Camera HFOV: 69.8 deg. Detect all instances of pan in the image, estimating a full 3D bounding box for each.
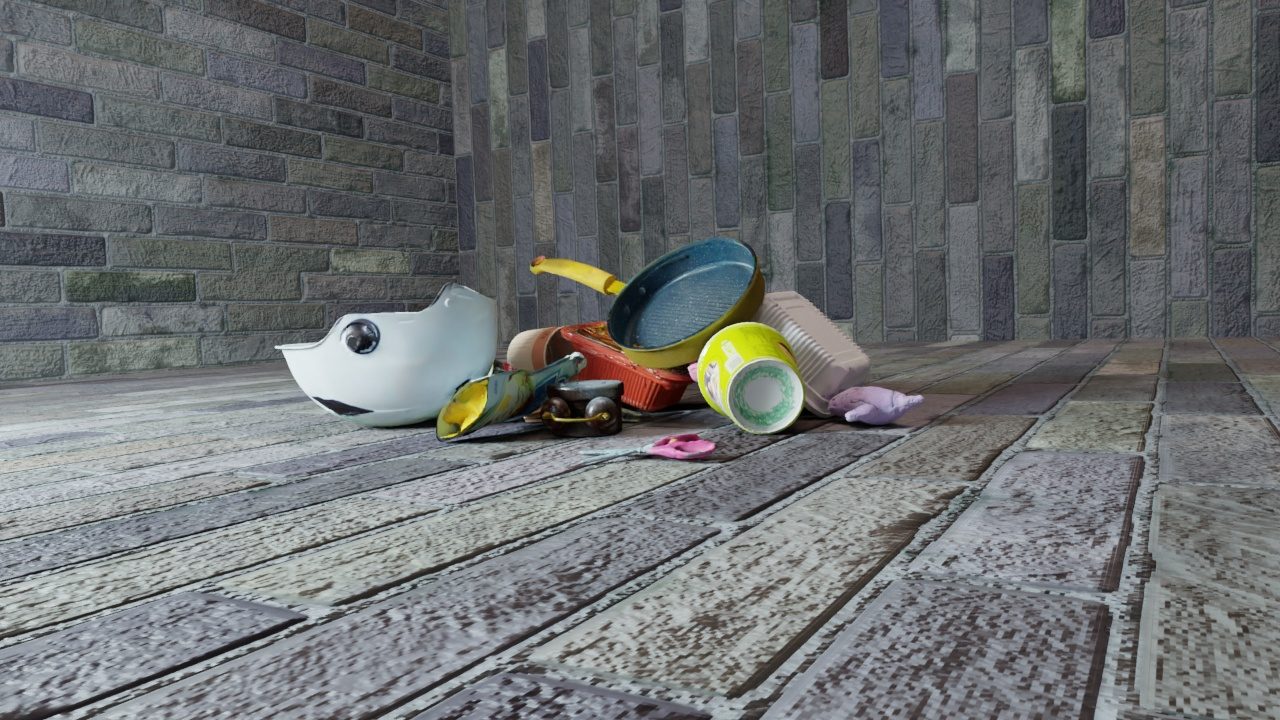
[{"bbox_3d":[-0.009,-0.091,1.141,0.358,0.078,0.197,8,50,46],"label":"pan"}]

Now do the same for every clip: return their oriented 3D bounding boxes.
[{"bbox_3d":[-0.026,0.063,1.062,0.058,0.045,0.027,5,4,16],"label":"clip"}]

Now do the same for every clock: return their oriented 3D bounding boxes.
[{"bbox_3d":[-0.059,0.051,0.961,0.082,0.055,0.122,-1,4,8],"label":"clock"}]

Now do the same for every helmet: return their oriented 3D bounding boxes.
[{"bbox_3d":[-0.289,0.005,1.110,0.258,0.146,0.229,-19,5,-11],"label":"helmet"}]

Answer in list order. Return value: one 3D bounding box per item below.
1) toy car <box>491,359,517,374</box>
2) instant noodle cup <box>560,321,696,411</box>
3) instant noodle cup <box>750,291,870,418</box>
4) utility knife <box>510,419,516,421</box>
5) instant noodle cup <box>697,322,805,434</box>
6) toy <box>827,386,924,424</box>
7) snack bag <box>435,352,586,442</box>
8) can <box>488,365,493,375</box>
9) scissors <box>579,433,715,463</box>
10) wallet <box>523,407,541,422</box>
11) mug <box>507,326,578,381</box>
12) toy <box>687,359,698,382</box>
[{"bbox_3d":[-0.172,0.034,1.141,0.045,0.053,0.120,25,5,-15],"label":"toy car"},{"bbox_3d":[-0.007,0.007,1.201,0.189,0.079,0.164,23,12,20],"label":"instant noodle cup"},{"bbox_3d":[0.195,-0.018,1.084,0.173,0.060,0.137,48,30,21],"label":"instant noodle cup"},{"bbox_3d":[-0.169,0.059,1.182,0.031,0.020,0.188,-6,11,-6],"label":"utility knife"},{"bbox_3d":[0.121,0.025,0.958,0.111,0.112,0.123,-2,12,-2],"label":"instant noodle cup"},{"bbox_3d":[0.237,0.048,0.966,0.084,0.039,0.108,-12,6,-10],"label":"toy"},{"bbox_3d":[-0.133,0.037,0.991,0.039,0.110,0.190,45,24,16],"label":"snack bag"},{"bbox_3d":[-0.245,0.030,1.511,0.074,0.049,0.148,-5,4,-44],"label":"can"},{"bbox_3d":[0.008,0.077,0.808,0.133,0.017,0.130,-5,4,25],"label":"scissors"},{"bbox_3d":[-0.088,0.061,1.130,0.115,0.020,0.101,-5,4,-7],"label":"wallet"},{"bbox_3d":[-0.115,-0.005,1.289,0.114,0.081,0.106,1,-2,-38],"label":"mug"},{"bbox_3d":[0.122,0.013,1.102,0.194,0.075,0.178,4,27,-43],"label":"toy"}]
